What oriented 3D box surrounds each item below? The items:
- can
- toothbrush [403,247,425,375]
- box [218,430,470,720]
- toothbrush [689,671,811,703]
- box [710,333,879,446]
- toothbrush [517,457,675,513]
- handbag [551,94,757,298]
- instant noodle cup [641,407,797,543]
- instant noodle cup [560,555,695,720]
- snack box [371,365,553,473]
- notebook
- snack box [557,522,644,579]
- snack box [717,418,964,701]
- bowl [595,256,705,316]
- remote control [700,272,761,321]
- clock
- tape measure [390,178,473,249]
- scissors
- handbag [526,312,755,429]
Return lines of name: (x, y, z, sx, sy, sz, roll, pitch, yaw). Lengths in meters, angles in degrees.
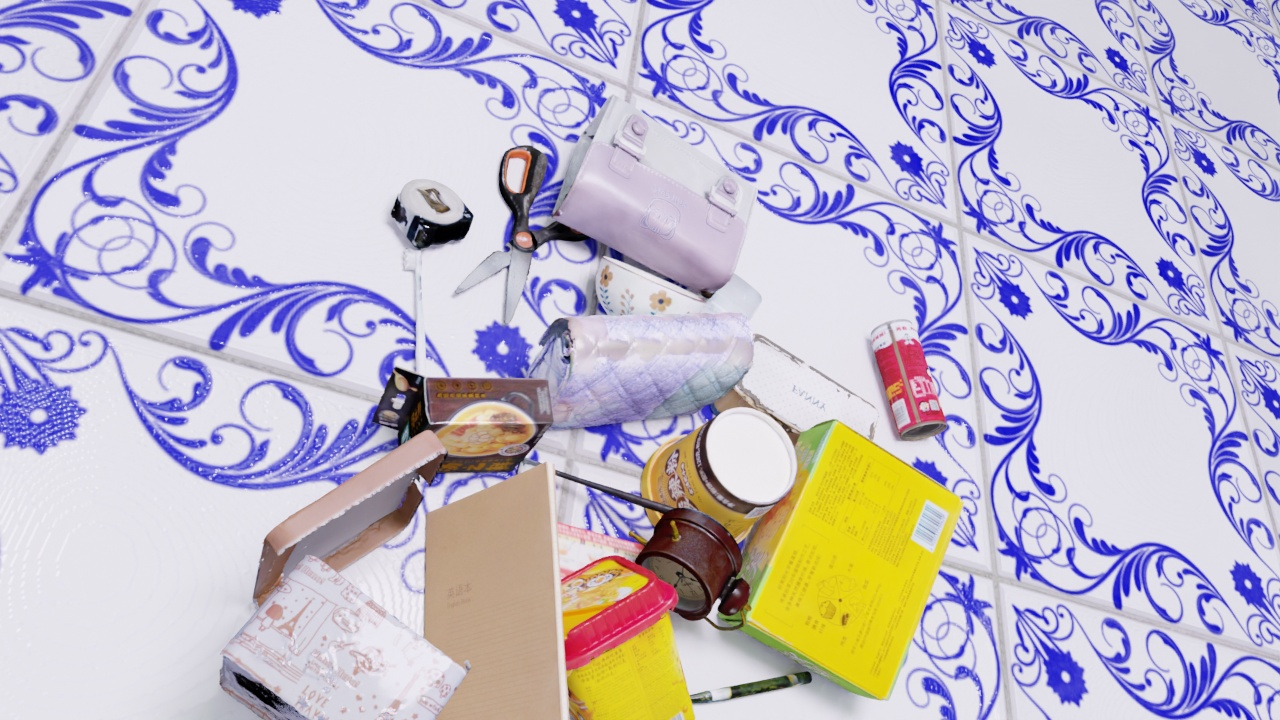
can: (0.305, 0.021, 1.049, 0.053, 0.053, 0.132, 2, 62, -26)
toothbrush: (-0.207, -0.028, 0.845, 0.016, 0.016, 0.180, 0, 63, -18)
box: (-0.187, 0.168, 0.646, 0.156, 0.184, 0.192, 40, 56, -3)
toothbrush: (0.076, 0.294, 0.805, 0.185, 0.017, 0.012, 0, 102, -27)
box: (0.168, 0.055, 0.961, 0.184, 0.060, 0.089, 34, 54, -8)
toothbrush: (-0.025, 0.120, 0.817, 0.181, 0.016, 0.018, 16, 62, 7)
handbag: (0.019, -0.170, 0.975, 0.197, 0.099, 0.144, 28, 56, -18)
instant noodle cup: (0.077, 0.108, 0.849, 0.118, 0.115, 0.118, 12, 59, -21)
instant noodle cup: (-0.022, 0.235, 0.719, 0.115, 0.116, 0.124, -25, 102, -23)
snack box: (-0.151, 0.052, 0.767, 0.125, 0.113, 0.053, 1, 63, -26)
notebook: (-0.114, 0.197, 0.690, 0.012, 0.150, 0.211, 24, 50, -45)
snack box: (-0.056, 0.185, 0.795, 0.152, 0.026, 0.075, 18, 56, -17)
snack box: (0.189, 0.184, 0.859, 0.157, 0.070, 0.209, 31, 70, -8)
bowl: (0.002, -0.056, 0.923, 0.113, 0.113, 0.062, 23, 97, -14)
remote control: (0.084, -0.041, 0.995, 0.056, 0.020, 0.135, 37, 54, -2)
clock: (0.047, 0.183, 0.785, 0.122, 0.082, 0.055, 54, 46, -11)
tape measure: (-0.205, -0.144, 0.892, 0.066, 0.034, 0.065, 48, 41, 14)
scissors: (-0.105, -0.134, 0.951, 0.210, 0.022, 0.221, 0, 63, -27)
handbag: (-0.005, 0.005, 0.854, 0.193, 0.134, 0.075, -4, 66, -29)
